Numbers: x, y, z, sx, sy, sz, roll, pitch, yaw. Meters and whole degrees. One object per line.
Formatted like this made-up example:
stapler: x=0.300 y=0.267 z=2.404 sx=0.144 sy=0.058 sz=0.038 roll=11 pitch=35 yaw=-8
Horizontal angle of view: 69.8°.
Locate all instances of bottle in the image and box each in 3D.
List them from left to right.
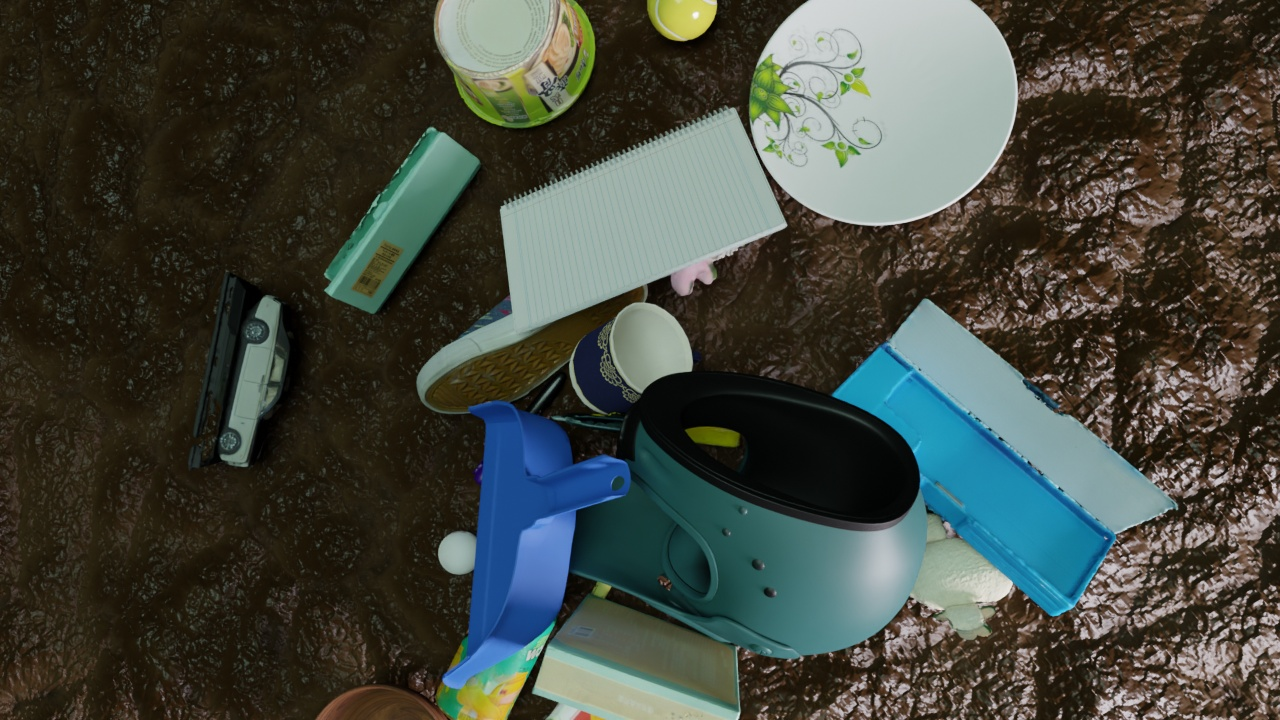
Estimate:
bottle: x=-0.108 y=0.224 z=0.824 sx=0.068 sy=0.068 sz=0.209 roll=27 pitch=90 yaw=13

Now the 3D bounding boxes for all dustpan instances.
dustpan: x=-0.084 y=0.123 z=0.726 sx=0.258 sy=0.059 sz=0.245 roll=-24 pitch=56 yaw=44

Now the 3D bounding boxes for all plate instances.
plate: x=0.214 y=-0.230 z=0.825 sx=0.229 sy=0.030 sz=0.229 roll=-1 pitch=83 yaw=12

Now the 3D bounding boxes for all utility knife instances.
utility knife: x=0.005 y=0.058 z=0.804 sx=0.172 sy=0.029 sz=0.020 roll=7 pitch=91 yaw=-14

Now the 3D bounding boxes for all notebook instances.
notebook: x=-0.010 y=-0.132 z=0.825 sx=0.246 sy=0.013 sz=0.177 roll=-21 pitch=48 yaw=9

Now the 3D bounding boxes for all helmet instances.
helmet: x=0.080 y=0.131 z=0.732 sx=0.275 sy=0.176 sz=0.201 roll=17 pitch=129 yaw=6

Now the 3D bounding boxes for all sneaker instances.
sneaker: x=-0.106 y=-0.034 z=0.858 sx=0.235 sy=0.087 sz=0.079 roll=-31 pitch=52 yaw=6

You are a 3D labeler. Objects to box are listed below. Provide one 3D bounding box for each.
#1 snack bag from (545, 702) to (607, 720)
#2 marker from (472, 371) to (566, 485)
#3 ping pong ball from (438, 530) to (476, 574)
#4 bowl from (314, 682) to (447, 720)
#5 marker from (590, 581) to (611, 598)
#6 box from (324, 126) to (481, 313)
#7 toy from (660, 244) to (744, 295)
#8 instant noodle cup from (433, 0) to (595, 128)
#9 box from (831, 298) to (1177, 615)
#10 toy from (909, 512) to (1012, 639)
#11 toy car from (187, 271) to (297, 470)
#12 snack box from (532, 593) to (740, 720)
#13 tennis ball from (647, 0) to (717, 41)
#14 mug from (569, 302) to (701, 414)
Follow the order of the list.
snack bag: x=-0.019 y=0.328 z=0.809 sx=0.116 sy=0.036 sz=0.077 roll=41 pitch=92 yaw=13
marker: x=-0.114 y=0.063 z=0.870 sx=0.018 sy=0.015 sz=0.134 roll=39 pitch=93 yaw=16
ping pong ball: x=-0.168 y=0.179 z=0.855 sx=0.040 sy=0.040 sz=0.040 roll=-1 pitch=83 yaw=12
bowl: x=-0.223 y=0.362 z=0.832 sx=0.147 sy=0.069 sz=0.147 roll=-1 pitch=84 yaw=13
marker: x=-0.042 y=0.221 z=0.838 sx=0.014 sy=0.014 sz=0.132 roll=28 pitch=90 yaw=13
box: x=-0.240 y=-0.142 z=0.881 sx=0.077 sy=0.093 sz=0.188 roll=37 pitch=92 yaw=12
toy: x=0.050 y=-0.111 z=0.839 sx=0.096 sy=0.041 sz=0.109 roll=28 pitch=85 yaw=27
instant noodle cup: x=-0.123 y=-0.304 z=0.870 sx=0.146 sy=0.098 sz=0.146 roll=-1 pitch=83 yaw=11
box: x=0.278 y=0.071 z=0.725 sx=0.243 sy=0.115 sz=0.093 roll=43 pitch=58 yaw=13
toy: x=0.262 y=0.179 z=0.757 sx=0.087 sy=0.050 sz=0.112 roll=-6 pitch=61 yaw=11
toy car: x=-0.384 y=0.017 z=0.906 sx=0.071 sy=0.094 sz=0.191 roll=12 pitch=86 yaw=-8
snack box: x=0.005 y=0.241 z=0.726 sx=0.141 sy=0.193 sz=0.044 roll=18 pitch=88 yaw=6
tennis ball: x=0.039 y=-0.333 z=0.856 sx=0.065 sy=0.065 sz=0.065 roll=-1 pitch=83 yaw=12
mug: x=-0.005 y=0.005 z=0.821 sx=0.089 sy=0.111 sz=0.085 roll=-27 pitch=68 yaw=49
